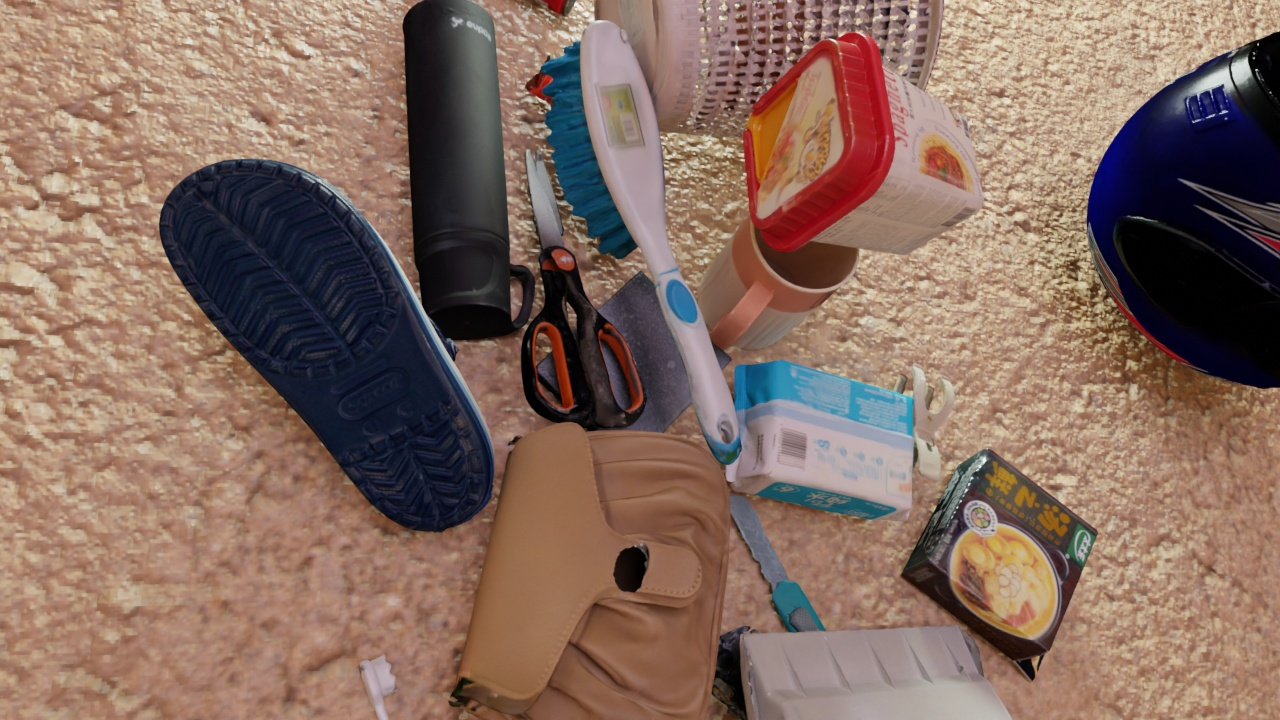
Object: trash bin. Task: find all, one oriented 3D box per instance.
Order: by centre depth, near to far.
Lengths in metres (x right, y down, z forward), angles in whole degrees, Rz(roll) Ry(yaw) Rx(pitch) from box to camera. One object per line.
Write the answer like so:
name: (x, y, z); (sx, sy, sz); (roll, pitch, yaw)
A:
trash bin: (0.077, -0.256, 0.683); (0.192, 0.228, 0.227); (-11, 72, -19)

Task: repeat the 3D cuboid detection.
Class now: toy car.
toy car: (0.083, 0.217, 0.583); (0.105, 0.031, 0.048); (47, 60, 3)

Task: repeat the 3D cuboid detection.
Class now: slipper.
slipper: (-0.171, -0.013, 0.555); (0.105, 0.095, 0.253); (-35, 99, -1)

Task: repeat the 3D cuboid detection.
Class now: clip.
clip: (0.211, 0.054, 0.697); (0.034, 0.075, 0.100); (21, 58, -11)

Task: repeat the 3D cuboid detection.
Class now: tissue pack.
tissue pack: (0.129, 0.059, 0.651); (0.140, 0.063, 0.089); (14, 65, -12)

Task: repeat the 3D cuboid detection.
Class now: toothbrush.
toothbrush: (-0.119, 0.250, 0.506); (0.016, 0.016, 0.180); (-16, 73, -31)

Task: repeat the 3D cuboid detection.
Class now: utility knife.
utility knife: (0.114, 0.187, 0.618); (0.029, 0.013, 0.219); (-23, 77, -27)

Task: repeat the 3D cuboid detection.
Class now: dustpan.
dustpan: (0.159, 0.311, 0.548); (0.222, 0.143, 0.257); (10, 35, -35)

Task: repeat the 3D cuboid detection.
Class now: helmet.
helmet: (0.523, -0.093, 0.751); (0.246, 0.241, 0.315); (-26, 67, -27)

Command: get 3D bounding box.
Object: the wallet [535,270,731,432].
wallet: (-0.004, 0.004, 0.654); (0.097, 0.019, 0.120); (44, 63, 2)

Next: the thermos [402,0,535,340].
thermos: (-0.122, -0.133, 0.652); (0.090, 0.069, 0.242); (16, 60, -49)

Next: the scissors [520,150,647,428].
scissors: (-0.064, -0.057, 0.624); (0.138, 0.022, 0.235); (-20, 75, -44)

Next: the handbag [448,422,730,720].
handbag: (-0.022, 0.133, 0.543); (0.147, 0.100, 0.204); (14, 60, -9)

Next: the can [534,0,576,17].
can: (-0.108, -0.335, 0.744); (0.132, 0.053, 0.053); (27, 61, -7)

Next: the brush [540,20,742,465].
brush: (0.001, -0.082, 0.629); (0.060, 0.110, 0.314); (-13, 90, -26)

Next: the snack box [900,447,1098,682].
snack box: (0.271, 0.149, 0.674); (0.125, 0.053, 0.113); (37, 60, 4)

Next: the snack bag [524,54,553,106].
snack bag: (-0.039, -0.201, 0.726); (0.105, 0.026, 0.045); (27, 50, -10)

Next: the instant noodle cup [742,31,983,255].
instant noodle cup: (0.146, -0.128, 0.595); (0.124, 0.117, 0.116); (12, 63, -29)

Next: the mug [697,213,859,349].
mug: (0.088, -0.053, 0.660); (0.081, 0.106, 0.114); (38, 61, 0)
